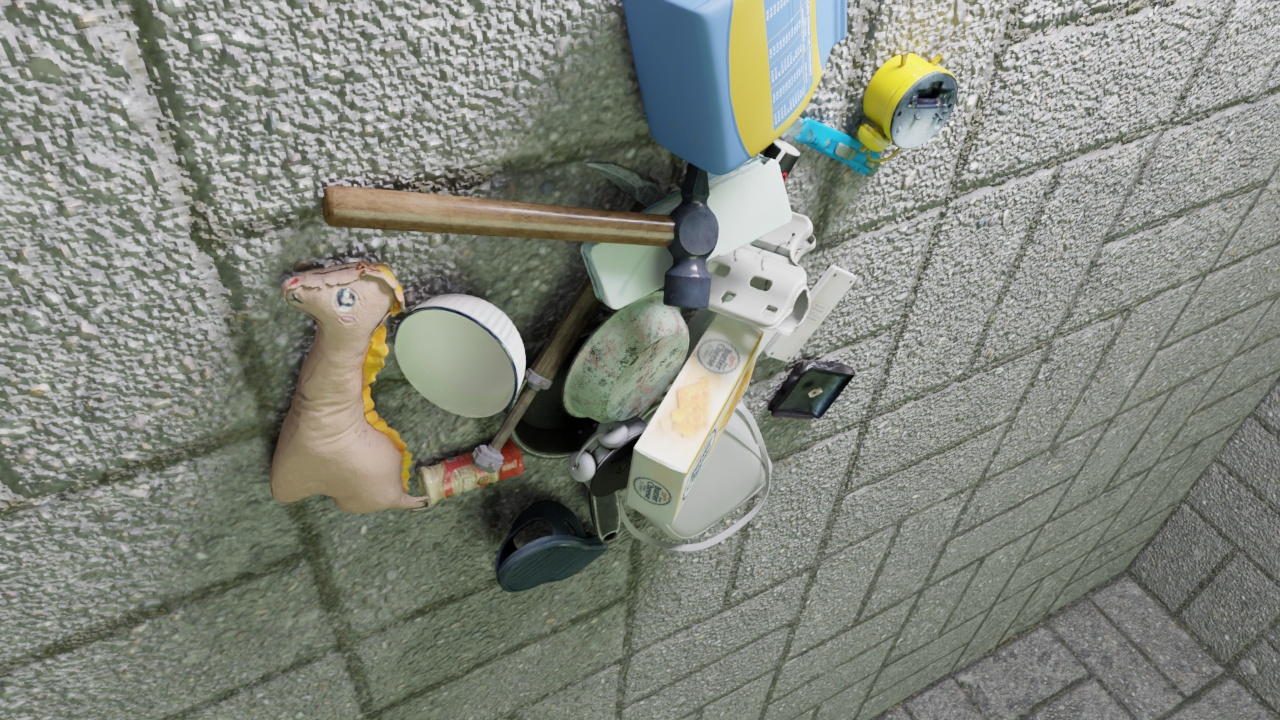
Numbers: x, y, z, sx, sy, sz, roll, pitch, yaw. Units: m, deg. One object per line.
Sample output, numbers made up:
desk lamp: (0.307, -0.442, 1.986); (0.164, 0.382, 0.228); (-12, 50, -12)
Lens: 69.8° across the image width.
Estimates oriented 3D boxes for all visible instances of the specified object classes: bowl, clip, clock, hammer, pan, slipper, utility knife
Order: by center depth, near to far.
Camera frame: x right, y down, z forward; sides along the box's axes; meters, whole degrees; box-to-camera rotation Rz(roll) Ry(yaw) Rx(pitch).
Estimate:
hammer: (-0.086, -0.114, 0.739); (0.321, 0.040, 0.129); (1, 99, -21)
bowl: (-0.151, -0.014, 0.811); (0.062, 0.118, 0.118); (-62, 169, -48)
hammer: (-0.070, -0.029, 0.857); (0.147, 0.028, 0.317); (27, 99, -41)
bowl: (-0.005, 0.005, 0.893); (0.157, 0.038, 0.158); (-37, 153, -23)
clock: (0.263, -0.248, 0.916); (0.083, 0.057, 0.119); (-11, 136, -31)
utility knife: (0.195, -0.218, 0.930); (0.178, 0.015, 0.031); (8, 120, -42)
clip: (0.121, -0.083, 0.937); (0.152, 0.126, 0.097); (-45, 146, -33)
clock: (-0.031, 0.098, 0.971); (0.094, 0.035, 0.122); (-48, 154, 8)
pan: (-0.053, 0.089, 1.024); (0.187, 0.055, 0.358); (-23, 141, -18)
slipper: (-0.115, 0.217, 1.103); (0.101, 0.082, 0.263); (-38, 163, 4)

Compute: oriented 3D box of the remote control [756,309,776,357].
remote control: (0.130, -0.019, 1.091); (0.043, 0.013, 0.137); (11, 122, -45)

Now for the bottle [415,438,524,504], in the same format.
bottle: (-0.178, 0.116, 0.963); (0.109, 0.044, 0.044); (-17, 139, -25)

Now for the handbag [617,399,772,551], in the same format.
handbag: (0.052, 0.132, 1.136); (0.216, 0.095, 0.222); (-37, 134, 1)

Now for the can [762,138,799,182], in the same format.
can: (0.123, -0.175, 0.901); (0.031, 0.031, 0.081); (2, 128, -41)

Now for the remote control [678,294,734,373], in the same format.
remote control: (0.082, -0.039, 1.021); (0.049, 0.024, 0.144); (17, 119, -47)

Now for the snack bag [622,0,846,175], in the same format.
snack bag: (0.096, -0.273, 0.730); (0.205, 0.102, 0.159); (-40, 145, -18)

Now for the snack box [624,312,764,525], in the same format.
snack box: (0.057, 0.056, 0.945); (0.207, 0.057, 0.104); (-57, 165, -37)

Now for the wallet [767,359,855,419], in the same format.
wallet: (0.226, 0.040, 1.221); (0.114, 0.026, 0.089); (7, 126, -43)

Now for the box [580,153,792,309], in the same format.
box: (0.042, -0.120, 0.829); (0.198, 0.066, 0.083); (-29, 142, -12)

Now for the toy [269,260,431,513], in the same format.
toy: (-0.237, 0.032, 0.802); (0.195, 0.065, 0.265); (11, 122, -33)

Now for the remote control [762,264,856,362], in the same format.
remote control: (0.205, -0.055, 1.114); (0.050, 0.011, 0.136); (14, 120, -46)
